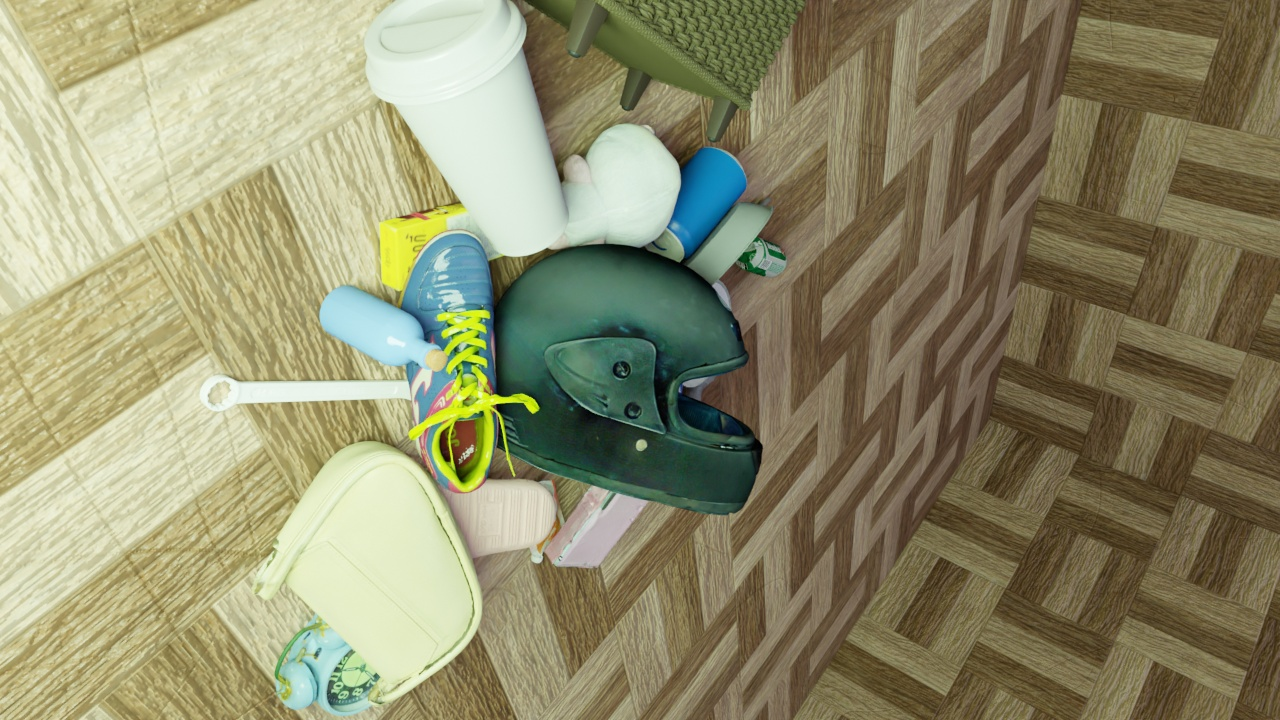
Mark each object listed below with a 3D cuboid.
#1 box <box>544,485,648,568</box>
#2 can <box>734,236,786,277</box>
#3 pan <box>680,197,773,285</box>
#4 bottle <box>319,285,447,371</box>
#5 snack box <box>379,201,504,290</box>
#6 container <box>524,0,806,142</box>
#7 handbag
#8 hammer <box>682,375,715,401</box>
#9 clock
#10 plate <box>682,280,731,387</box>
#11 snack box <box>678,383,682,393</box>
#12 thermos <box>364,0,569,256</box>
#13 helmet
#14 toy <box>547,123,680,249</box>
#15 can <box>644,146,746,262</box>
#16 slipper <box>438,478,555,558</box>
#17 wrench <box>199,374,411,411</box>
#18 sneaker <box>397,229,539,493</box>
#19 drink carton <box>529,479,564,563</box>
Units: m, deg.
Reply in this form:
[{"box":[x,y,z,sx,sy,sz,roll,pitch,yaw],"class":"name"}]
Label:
[{"box":[-0.027,0.178,1.187,0.098,0.037,0.233,19,114,-47],"class":"box"},{"box":[0.180,-0.156,1.380,0.101,0.053,0.053,6,106,-58],"class":"can"},{"box":[0.116,-0.165,1.230,0.201,0.051,0.355,-43,-172,35],"class":"pan"},{"box":[-0.215,-0.022,0.783,0.047,0.131,0.048,-36,139,-40],"class":"bottle"},{"box":[-0.181,-0.116,0.874,0.148,0.026,0.061,-28,133,-46],"class":"snack box"},{"box":[0.005,-0.353,0.854,0.320,0.176,0.205,8,108,-59],"class":"container"},{"box":[-0.247,0.201,0.885,0.190,0.089,0.233,-40,118,-17],"class":"handbag"},{"box":[0.031,-0.015,1.270,0.312,0.035,0.139,22,90,-59],"class":"hammer"},{"box":[-0.310,0.304,0.942,0.118,0.060,0.162,-61,146,-4],"class":"clock"},{"box":[0.084,-0.039,1.293,0.156,0.014,0.157,-32,131,-47],"class":"plate"},{"box":[0.019,0.056,1.234,0.059,0.059,0.227,-22,142,-22],"class":"snack box"},{"box":[-0.133,-0.195,0.784,0.131,0.132,0.222,-51,146,-23],"class":"thermos"},{"box":[-0.006,0.006,0.955,0.249,0.316,0.236,-83,-169,-83],"class":"helmet"},{"box":[-0.034,-0.176,0.999,0.179,0.101,0.139,-27,122,-23],"class":"toy"},{"box":[0.066,-0.196,1.148,0.145,0.079,0.079,-51,147,-23],"class":"can"},{"box":[-0.192,0.168,1.011,0.197,0.082,0.093,-1,93,-33],"class":"slipper"},{"box":[-0.276,0.028,0.846,0.272,0.009,0.047,1,110,-57],"class":"wrench"},{"box":[-0.158,0.005,0.834,0.116,0.091,0.242,-5,109,-22],"class":"sneaker"},{"box":[-0.126,0.211,1.191,0.069,0.039,0.122,-48,152,-28],"class":"drink carton"}]
